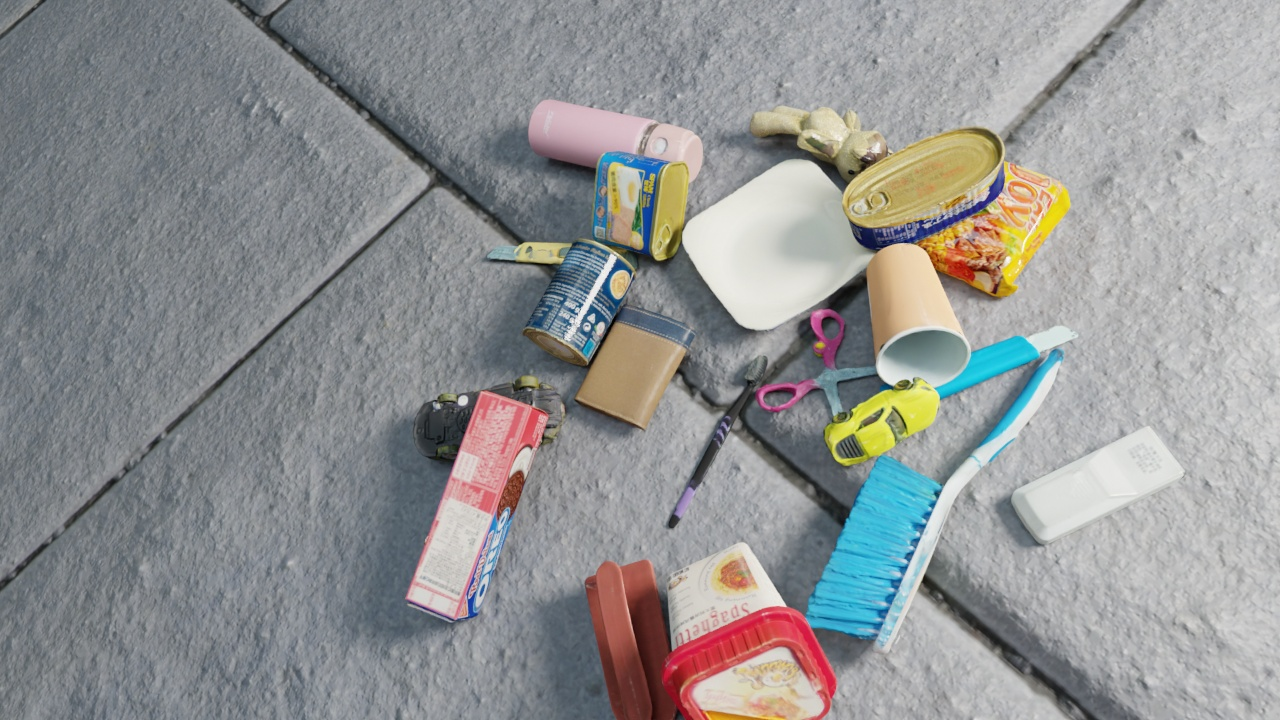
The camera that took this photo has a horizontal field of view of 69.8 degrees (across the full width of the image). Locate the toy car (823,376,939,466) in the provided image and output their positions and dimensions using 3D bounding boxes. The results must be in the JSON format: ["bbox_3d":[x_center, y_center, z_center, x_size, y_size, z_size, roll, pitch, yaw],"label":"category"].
[{"bbox_3d":[0.211,0.055,0.795,0.105,0.048,0.032,-30,26,8],"label":"toy car"}]

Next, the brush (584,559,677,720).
[{"bbox_3d":[-0.007,0.244,0.772,0.063,0.069,0.145,-20,60,10],"label":"brush"}]

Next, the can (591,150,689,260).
[{"bbox_3d":[-0.002,-0.164,0.961,0.083,0.057,0.102,19,114,28],"label":"can"}]

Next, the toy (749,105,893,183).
[{"bbox_3d":[0.185,-0.230,0.953,0.157,0.066,0.104,30,35,33],"label":"toy"}]

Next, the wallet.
[{"bbox_3d":[-0.005,0.005,0.914,0.090,0.033,0.115,20,73,29],"label":"wallet"}]

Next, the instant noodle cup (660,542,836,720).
[{"bbox_3d":[0.077,0.220,0.722,0.116,0.117,0.124,-26,28,6],"label":"instant noodle cup"}]

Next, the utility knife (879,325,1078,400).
[{"bbox_3d":[0.297,0.007,0.815,0.182,0.018,0.034,-22,57,7],"label":"utility knife"}]

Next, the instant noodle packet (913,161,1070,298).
[{"bbox_3d":[0.327,-0.132,0.860,0.111,0.044,0.128,31,77,25],"label":"instant noodle packet"}]

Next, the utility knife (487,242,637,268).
[{"bbox_3d":[-0.087,-0.115,1.015,0.184,0.019,0.030,3,60,25],"label":"utility knife"}]

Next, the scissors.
[{"bbox_3d":[0.170,0.014,0.859,0.134,0.017,0.133,-13,65,9],"label":"scissors"}]

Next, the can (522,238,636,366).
[{"bbox_3d":[-0.062,-0.058,0.938,0.075,0.075,0.111,20,73,26],"label":"can"}]

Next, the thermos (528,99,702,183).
[{"bbox_3d":[-0.031,-0.233,1.025,0.199,0.067,0.087,20,94,25],"label":"thermos"}]

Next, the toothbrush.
[{"bbox_3d":[0.073,0.074,0.862,0.014,0.017,0.188,22,75,33],"label":"toothbrush"}]

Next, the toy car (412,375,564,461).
[{"bbox_3d":[-0.154,0.061,0.929,0.158,0.042,0.070,-9,65,10],"label":"toy car"}]

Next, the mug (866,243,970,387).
[{"bbox_3d":[0.240,-0.044,0.819,0.078,0.078,0.122,-12,45,13],"label":"mug"}]

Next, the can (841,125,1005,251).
[{"bbox_3d":[0.261,-0.157,0.845,0.148,0.049,0.074,-25,58,11],"label":"can"}]

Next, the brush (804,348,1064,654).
[{"bbox_3d":[0.248,0.102,0.769,0.109,0.060,0.314,23,71,21],"label":"brush"}]

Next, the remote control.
[{"bbox_3d":[0.366,0.101,0.741,0.125,0.024,0.049,-27,59,4],"label":"remote control"}]

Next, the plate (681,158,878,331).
[{"bbox_3d":[0.140,-0.113,0.919,0.164,0.034,0.163,-32,59,2],"label":"plate"}]

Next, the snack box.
[{"bbox_3d":[-0.152,0.135,0.858,0.058,0.057,0.207,18,84,15],"label":"snack box"}]
